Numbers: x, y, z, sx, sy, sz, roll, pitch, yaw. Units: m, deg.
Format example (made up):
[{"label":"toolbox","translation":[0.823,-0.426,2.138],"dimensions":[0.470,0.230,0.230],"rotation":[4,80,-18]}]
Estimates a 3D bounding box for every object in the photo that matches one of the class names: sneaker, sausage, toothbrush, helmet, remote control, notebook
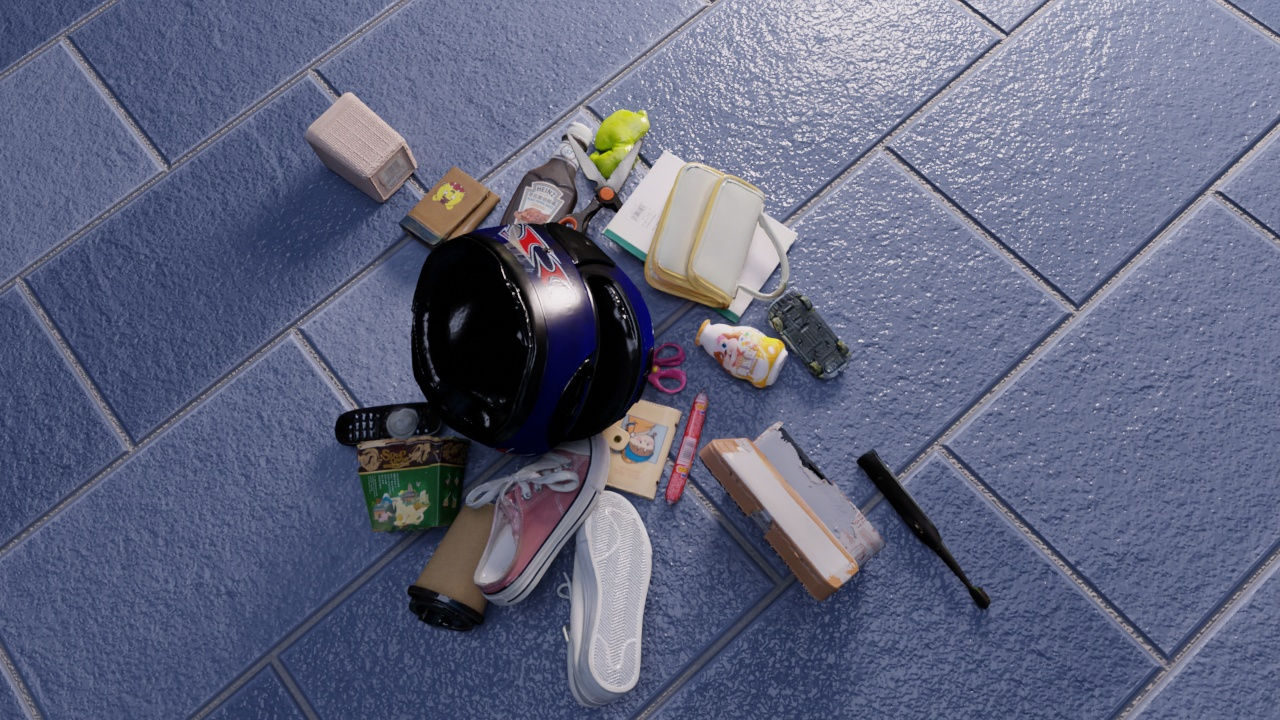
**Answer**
[{"label":"sneaker","translation":[-0.116,0.153,1.027],"dimensions":[0.118,0.088,0.240],"rotation":[-2,43,40]},{"label":"sausage","translation":[0.057,0.105,1.105],"dimensions":[0.020,0.020,0.155],"rotation":[15,72,10]},{"label":"sneaker","translation":[-0.043,0.267,1.031],"dimensions":[0.089,0.091,0.241],"rotation":[17,49,-20]},{"label":"toothbrush","translation":[0.324,0.192,1.047],"dimensions":[0.212,0.027,0.026],"rotation":[53,126,18]},{"label":"helmet","translation":[-0.102,-0.019,1.030],"dimensions":[0.315,0.240,0.248],"rotation":[42,116,47]},{"label":"remote control","translation":[-0.311,0.081,1.144],"dimensions":[0.136,0.024,0.053],"rotation":[-6,68,2]},{"label":"notebook","translation":[0.077,-0.162,1.186],"dimensions":[0.209,0.012,0.150],"rotation":[35,76,6]}]

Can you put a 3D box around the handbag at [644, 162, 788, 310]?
[{"label":"handbag","translation":[0.109,-0.149,1.150],"dimensions":[0.179,0.063,0.163],"rotation":[19,77,-2]}]

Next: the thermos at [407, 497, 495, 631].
[{"label":"thermos","translation":[-0.201,0.234,1.049],"dimensions":[0.093,0.093,0.143],"rotation":[17,64,11]}]

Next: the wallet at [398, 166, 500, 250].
[{"label":"wallet","translation":[-0.257,-0.200,1.239],"dimensions":[0.090,0.033,0.115],"rotation":[34,73,17]}]

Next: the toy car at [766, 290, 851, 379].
[{"label":"toy car","translation":[0.207,-0.030,1.133],"dimensions":[0.054,0.037,0.120],"rotation":[-38,81,-10]}]

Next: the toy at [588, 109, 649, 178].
[{"label":"toy","translation":[-0.031,-0.299,1.252],"dimensions":[0.097,0.031,0.100],"rotation":[-18,66,12]}]

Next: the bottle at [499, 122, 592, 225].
[{"label":"bottle","translation":[-0.119,-0.231,1.229],"dimensions":[0.080,0.044,0.194],"rotation":[23,73,6]}]

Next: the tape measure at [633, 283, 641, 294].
[{"label":"tape measure","translation":[-0.026,-0.084,1.161],"dimensions":[0.058,0.057,0.039],"rotation":[29,71,16]}]

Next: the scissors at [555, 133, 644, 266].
[{"label":"scissors","translation":[-0.046,-0.195,1.201],"dimensions":[0.220,0.022,0.234],"rotation":[-41,85,-15]}]

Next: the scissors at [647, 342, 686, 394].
[{"label":"scissors","translation":[-0.008,0.004,1.151],"dimensions":[0.137,0.017,0.073],"rotation":[3,71,10]}]

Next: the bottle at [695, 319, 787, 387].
[{"label":"bottle","translation":[0.121,-0.012,1.119],"dimensions":[0.108,0.063,0.063],"rotation":[26,74,14]}]

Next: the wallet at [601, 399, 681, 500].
[{"label":"wallet","translation":[-0.008,0.103,1.111],"dimensions":[0.087,0.024,0.115],"rotation":[18,73,6]}]

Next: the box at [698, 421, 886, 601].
[{"label":"box","translation":[0.157,0.157,0.950],"dimensions":[0.110,0.260,0.179],"rotation":[-37,71,-7]}]

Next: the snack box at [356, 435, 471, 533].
[{"label":"snack box","translation":[-0.266,0.147,1.079],"dimensions":[0.118,0.117,0.105],"rotation":[-5,81,6]}]

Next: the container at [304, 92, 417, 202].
[{"label":"container","translation":[-0.376,-0.286,1.252],"dimensions":[0.111,0.090,0.090],"rotation":[38,77,13]}]
